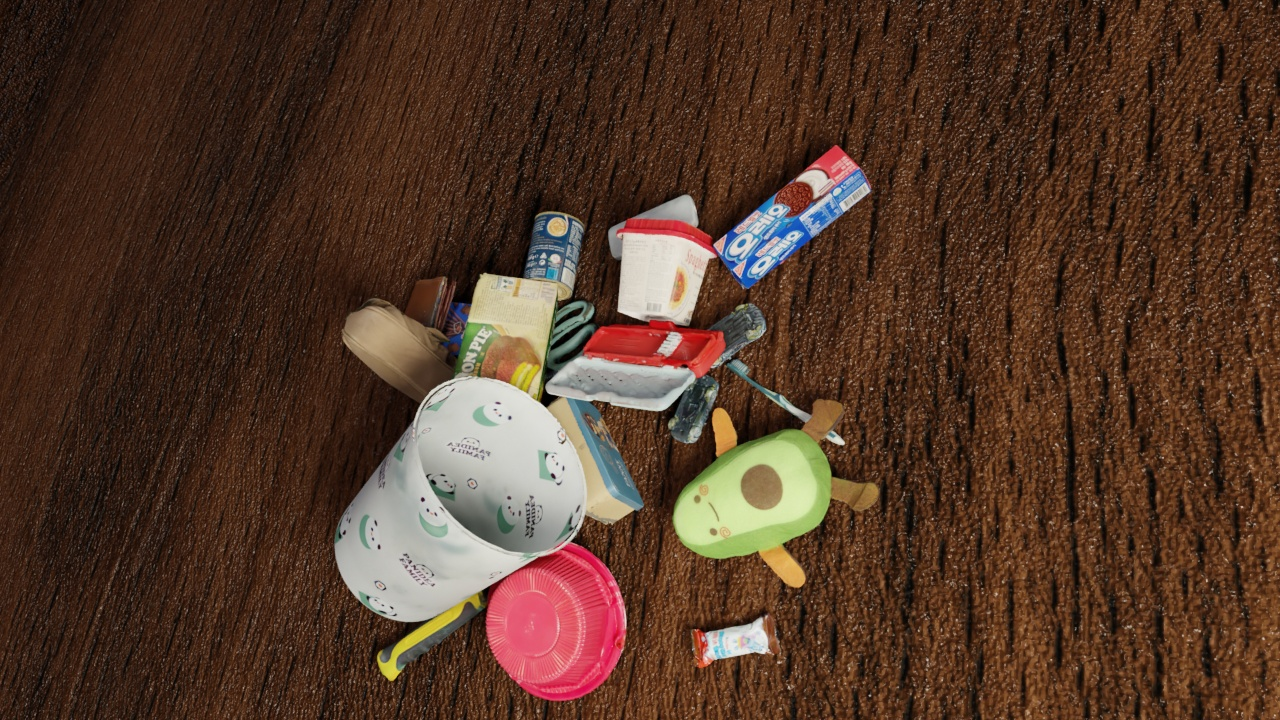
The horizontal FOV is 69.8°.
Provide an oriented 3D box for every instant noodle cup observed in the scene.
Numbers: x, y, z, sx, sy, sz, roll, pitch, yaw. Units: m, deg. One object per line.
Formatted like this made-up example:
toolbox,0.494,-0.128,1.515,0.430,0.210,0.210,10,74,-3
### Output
instant noodle cup,0.028,-0.115,1.222,0.117,0.116,0.124,8,85,32
instant noodle cup,-0.117,0.318,1.113,0.194,0.065,0.193,-3,82,23

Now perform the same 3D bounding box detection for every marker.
marker,-0.089,0.013,1.284,0.131,0.018,0.022,-17,71,24

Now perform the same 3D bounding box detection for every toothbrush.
toothbrush,0.176,0.048,1.119,0.018,0.016,0.192,-47,54,-9

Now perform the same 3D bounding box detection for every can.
can,-0.127,-0.151,1.340,0.075,0.075,0.111,-2,69,29

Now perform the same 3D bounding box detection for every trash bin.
trash bin,-0.228,0.181,1.106,0.253,0.229,0.229,-41,52,35

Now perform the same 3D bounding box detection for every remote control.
remote control,0.017,-0.188,1.308,0.136,0.020,0.055,-22,61,20

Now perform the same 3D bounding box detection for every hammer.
hammer,-0.222,0.321,1.219,0.324,0.032,0.126,-35,56,12

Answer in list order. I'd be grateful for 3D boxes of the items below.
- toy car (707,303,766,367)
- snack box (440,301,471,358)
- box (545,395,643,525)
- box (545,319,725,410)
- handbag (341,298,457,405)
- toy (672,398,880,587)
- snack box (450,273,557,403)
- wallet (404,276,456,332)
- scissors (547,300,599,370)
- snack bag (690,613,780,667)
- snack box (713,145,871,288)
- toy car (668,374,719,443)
toy car,0.115,-0.030,1.176,0.106,0.031,0.049,-35,54,25
snack box,-0.244,-0.040,1.389,0.157,0.026,0.084,9,74,32
box,-0.063,0.130,1.176,0.060,0.089,0.184,-37,58,9
box,-0.007,0.007,1.167,0.201,0.038,0.157,6,43,40
handbag,-0.332,-0.006,1.322,0.148,0.204,0.099,22,70,48
toy,0.140,0.150,1.049,0.247,0.090,0.226,-31,60,16
snack box,-0.183,-0.005,1.242,0.114,0.063,0.239,7,55,-1
wallet,-0.337,-0.078,1.437,0.125,0.032,0.101,1,73,53
scissors,-0.127,-0.008,1.300,0.180,0.019,0.139,-40,44,5
snack bag,0.106,0.318,1.036,0.105,0.026,0.045,-18,58,20
snack box,0.194,-0.182,1.183,0.208,0.057,0.058,-39,53,10
toy car,0.069,0.062,1.162,0.043,0.034,0.090,18,81,31
